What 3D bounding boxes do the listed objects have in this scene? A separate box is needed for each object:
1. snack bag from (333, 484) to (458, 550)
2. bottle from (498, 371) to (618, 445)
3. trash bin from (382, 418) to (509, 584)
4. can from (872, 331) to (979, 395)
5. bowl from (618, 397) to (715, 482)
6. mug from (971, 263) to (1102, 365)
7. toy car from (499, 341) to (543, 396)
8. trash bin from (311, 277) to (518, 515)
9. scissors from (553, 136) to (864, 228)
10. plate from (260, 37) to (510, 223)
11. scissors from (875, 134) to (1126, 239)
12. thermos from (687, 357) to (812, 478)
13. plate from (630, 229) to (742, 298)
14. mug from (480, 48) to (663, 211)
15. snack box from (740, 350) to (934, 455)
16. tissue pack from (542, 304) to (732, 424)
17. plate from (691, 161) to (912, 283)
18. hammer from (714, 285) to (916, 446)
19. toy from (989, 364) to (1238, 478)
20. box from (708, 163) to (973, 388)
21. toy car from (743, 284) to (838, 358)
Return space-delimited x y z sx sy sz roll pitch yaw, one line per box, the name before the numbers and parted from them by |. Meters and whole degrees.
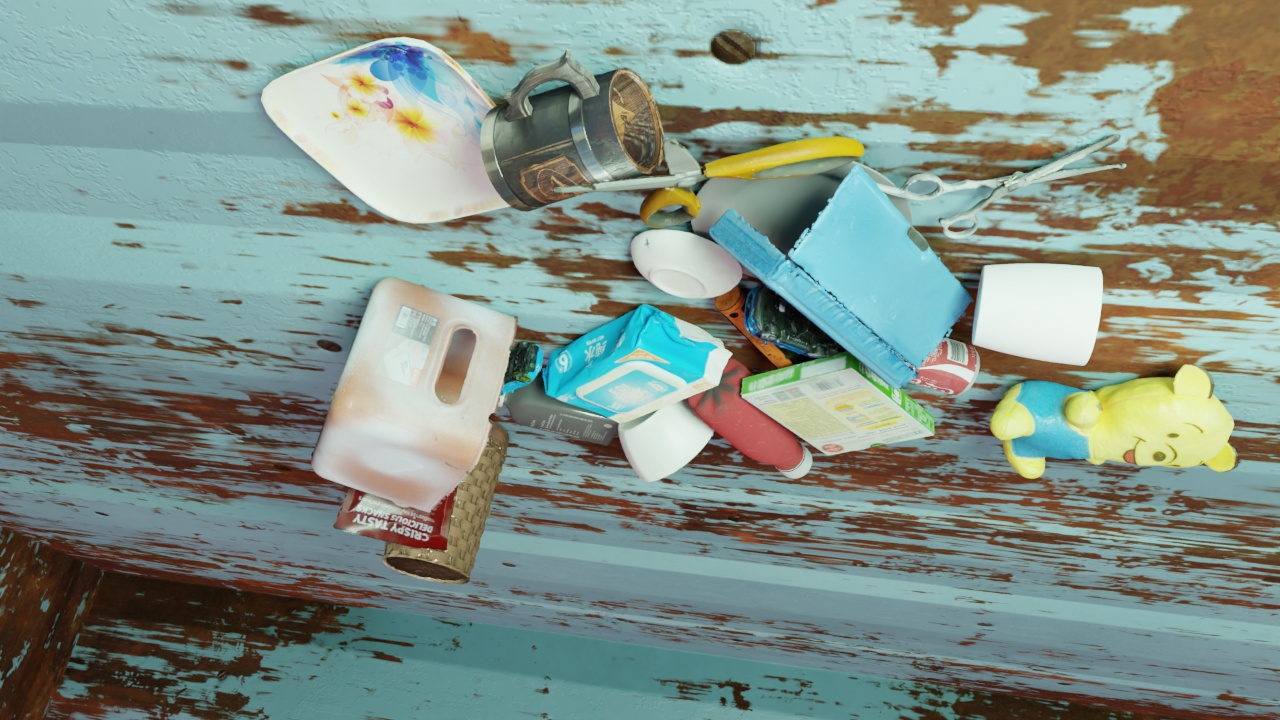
snack bag | -0.284 0.126 1.149 0.138 0.207 0.067 21 151 -22
bottle | -0.111 0.053 1.126 0.174 0.046 0.084 14 153 -8
trash bin | -0.276 0.187 1.264 0.151 0.209 0.151 8 153 4
can | 0.271 -0.003 0.884 0.096 0.054 0.054 16 153 -13
bowl | 0.025 0.080 1.070 0.117 0.116 0.065 -23 112 47
mug | 0.331 -0.042 0.778 0.088 0.081 0.114 8 -175 17
toy car | -0.145 0.012 1.058 0.032 0.048 0.106 24 149 -34
trash bin | -0.257 0.044 1.013 0.157 0.181 0.260 20 152 -16
scissors | 0.041 -0.126 0.656 0.225 0.016 0.229 -10 176 -17
plate | -0.183 -0.178 0.731 0.187 0.016 0.187 -6 149 29
scissors | 0.259 -0.133 0.667 0.147 0.014 0.142 15 149 -20
thermos | 0.138 0.078 1.063 0.073 0.073 0.240 -8 149 31
plate | 0.038 -0.079 0.823 0.104 0.026 0.104 15 161 5
mug | -0.057 -0.164 0.645 0.107 0.079 0.115 -9 153 30
snack box | 0.207 0.048 0.960 0.132 0.027 0.168 -18 142 39
tissue pack | -0.006 0.006 0.983 0.117 0.066 0.210 25 148 -31
plate | 0.131 -0.115 0.755 0.178 0.012 0.179 8 153 4
hammer | 0.179 0.011 0.963 0.138 0.034 0.314 -11 146 33
toy | 0.468 0.061 0.914 0.214 0.083 0.149 -7 150 26
box | 0.175 -0.076 0.759 0.112 0.094 0.231 -50 134 9
toy car | 0.139 -0.033 0.856 0.120 0.056 0.044 18 168 -41
